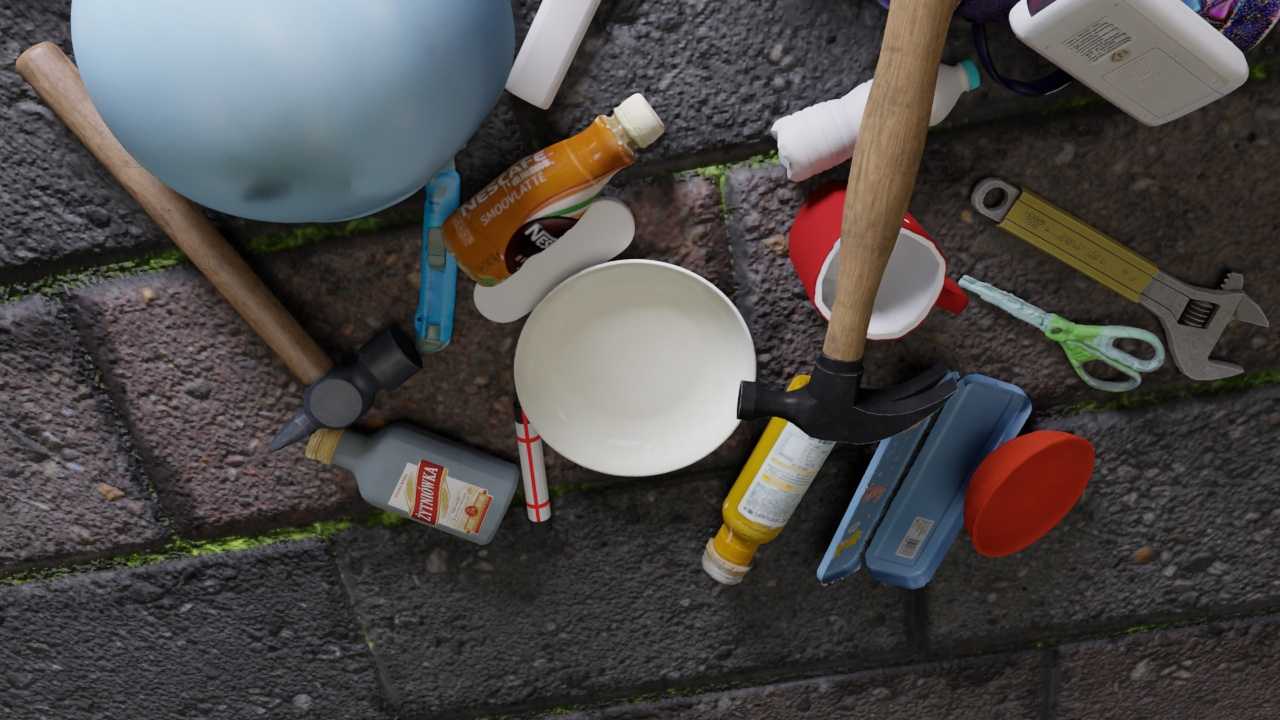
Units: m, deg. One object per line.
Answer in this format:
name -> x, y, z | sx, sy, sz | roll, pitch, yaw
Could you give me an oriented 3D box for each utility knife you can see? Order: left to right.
utility knife -> -0.147, -0.091, 0.665 | 0.031, 0.015, 0.198 | 6, 115, -5

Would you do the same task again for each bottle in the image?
bottle -> -0.184, 0.089, 0.736 | 0.161, 0.046, 0.072 | 23, 114, -12
bottle -> -0.058, -0.119, 0.628 | 0.167, 0.059, 0.059 | -36, 112, 12
bottle -> 0.105, 0.101, 0.742 | 0.053, 0.053, 0.186 | 21, 114, -11
bottle -> 0.158, -0.165, 0.616 | 0.136, 0.044, 0.044 | -22, 115, 9

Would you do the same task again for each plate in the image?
plate -> -0.004, 0.004, 0.703 | 0.182, 0.034, 0.182 | 0, 117, -1

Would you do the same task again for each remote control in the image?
remote control -> -0.064, -0.073, 0.675 | 0.137, 0.013, 0.043 | -31, 113, 14
remote control -> -0.048, -0.229, 0.598 | 0.033, 0.012, 0.131 | 25, 113, -13
remote control -> 0.271, -0.174, 0.507 | 0.138, 0.025, 0.060 | 19, 155, -27

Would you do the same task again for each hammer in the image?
hammer -> -0.307, -0.079, 0.646 | 0.129, 0.040, 0.322 | -36, 107, 3
hammer -> 0.144, -0.084, 0.544 | 0.132, 0.040, 0.306 | 7, 121, 2

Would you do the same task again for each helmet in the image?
helmet -> -0.217, -0.181, 0.537 | 0.266, 0.166, 0.226 | -10, 123, 19

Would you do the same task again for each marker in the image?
marker -> -0.088, 0.078, 0.747 | 0.019, 0.019, 0.146 | -4, 116, 1

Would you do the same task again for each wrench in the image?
wrench -> 0.357, -0.063, 0.684 | 0.273, 0.018, 0.084 | 24, 114, -12

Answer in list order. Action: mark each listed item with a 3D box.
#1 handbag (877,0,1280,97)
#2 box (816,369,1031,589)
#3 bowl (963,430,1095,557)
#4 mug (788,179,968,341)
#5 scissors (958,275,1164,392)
handbag -> 0.255, -0.263, 0.522 | 0.205, 0.125, 0.222 | 7, 124, -4
box -> 0.225, 0.100, 0.755 | 0.126, 0.039, 0.210 | 8, 117, -23
bowl -> 0.305, 0.101, 0.739 | 0.121, 0.035, 0.122 | -15, 129, -20
mug -> 0.168, -0.066, 0.636 | 0.116, 0.096, 0.081 | 21, 114, -11
scissors -> 0.317, -0.024, 0.700 | 0.174, 0.033, 0.065 | 29, 136, -6
